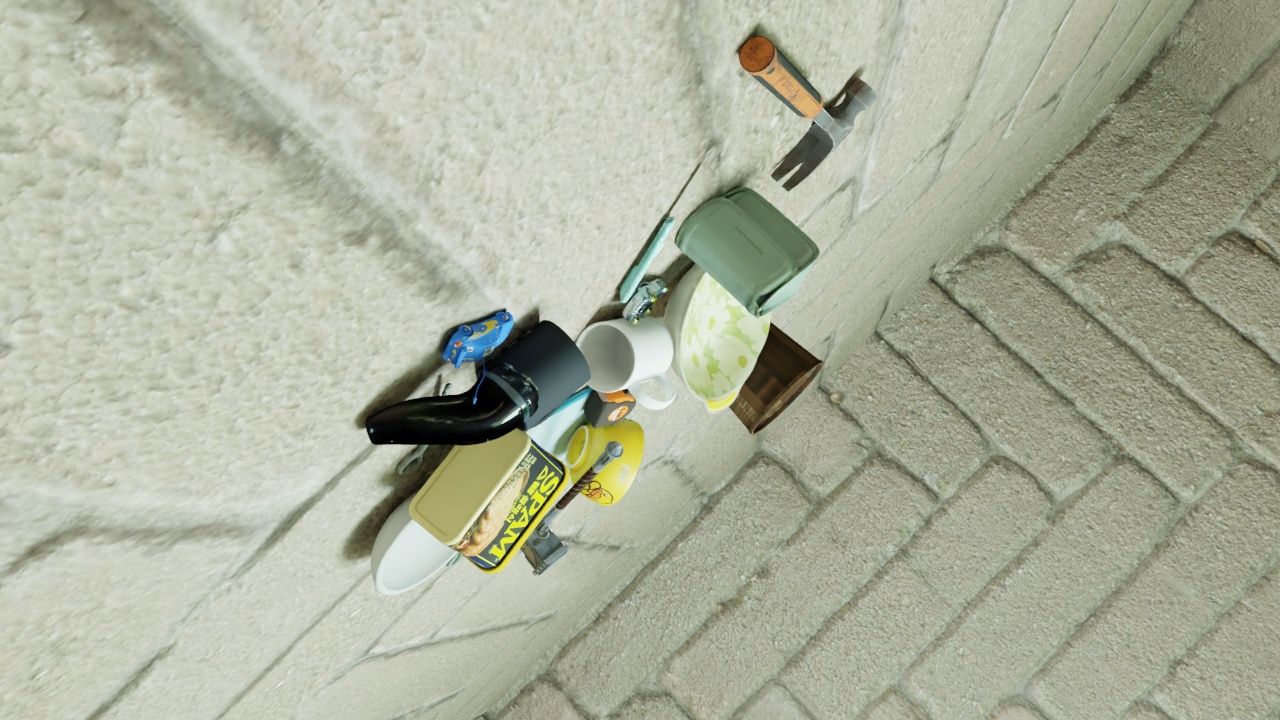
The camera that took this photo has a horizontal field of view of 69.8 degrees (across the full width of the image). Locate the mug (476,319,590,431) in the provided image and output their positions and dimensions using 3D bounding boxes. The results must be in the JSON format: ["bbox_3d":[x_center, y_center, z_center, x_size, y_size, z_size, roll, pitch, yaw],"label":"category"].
[{"bbox_3d":[-0.096,0.023,0.851,0.077,0.071,0.105,-39,151,-21],"label":"mug"}]

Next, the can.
[{"bbox_3d":[-0.148,0.129,0.906,0.135,0.075,0.104,-53,152,-12],"label":"can"}]

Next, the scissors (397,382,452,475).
[{"bbox_3d":[-0.179,0.056,0.853,0.142,0.014,0.157,-50,165,32],"label":"scissors"}]

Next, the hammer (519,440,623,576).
[{"bbox_3d":[-0.091,0.172,1.142,0.044,0.098,0.323,-32,169,-39],"label":"hammer"}]

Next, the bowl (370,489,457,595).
[{"bbox_3d":[-0.230,0.176,0.968,0.149,0.043,0.150,-43,158,-22],"label":"bowl"}]

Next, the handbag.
[{"bbox_3d":[0.114,-0.114,0.957,0.105,0.122,0.067,-33,161,-36],"label":"handbag"}]

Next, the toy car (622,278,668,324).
[{"bbox_3d":[0.004,-0.066,0.975,0.039,0.027,0.089,-53,177,21],"label":"toy car"}]

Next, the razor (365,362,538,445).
[{"bbox_3d":[-0.154,0.038,0.755,0.140,0.063,0.053,-9,158,-12],"label":"razor"}]

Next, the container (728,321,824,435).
[{"bbox_3d":[0.134,-0.007,1.208,0.132,0.167,0.132,-41,165,-14],"label":"container"}]

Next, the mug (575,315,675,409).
[{"bbox_3d":[-0.006,0.006,0.984,0.074,0.110,0.090,-42,168,26],"label":"mug"}]

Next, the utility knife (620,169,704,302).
[{"bbox_3d":[0.020,-0.123,0.898,0.166,0.015,0.022,-57,-177,34],"label":"utility knife"}]

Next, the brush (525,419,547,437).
[{"bbox_3d":[-0.110,0.053,0.996,0.172,0.030,0.041,-42,165,-10],"label":"brush"}]

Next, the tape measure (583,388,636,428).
[{"bbox_3d":[-0.038,0.050,1.130,0.058,0.038,0.058,-16,149,-36],"label":"tape measure"}]

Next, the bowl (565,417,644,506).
[{"bbox_3d":[-0.054,0.121,1.174,0.118,0.067,0.117,-46,-150,38],"label":"bowl"}]

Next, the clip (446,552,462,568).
[{"bbox_3d":[-0.230,0.230,1.156,0.023,0.042,0.076,-18,150,-56],"label":"clip"}]

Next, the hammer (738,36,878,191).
[{"bbox_3d":[0.146,-0.240,0.877,0.138,0.035,0.313,-49,164,17],"label":"hammer"}]

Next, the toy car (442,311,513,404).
[{"bbox_3d":[-0.123,-0.001,0.749,0.091,0.062,0.033,-27,157,-49],"label":"toy car"}]

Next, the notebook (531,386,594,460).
[{"bbox_3d":[-0.087,0.085,1.182,0.252,0.009,0.182,-30,159,-45],"label":"notebook"}]

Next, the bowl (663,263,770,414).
[{"bbox_3d":[0.083,-0.048,1.082,0.187,0.060,0.219,-19,119,-47],"label":"bowl"}]
